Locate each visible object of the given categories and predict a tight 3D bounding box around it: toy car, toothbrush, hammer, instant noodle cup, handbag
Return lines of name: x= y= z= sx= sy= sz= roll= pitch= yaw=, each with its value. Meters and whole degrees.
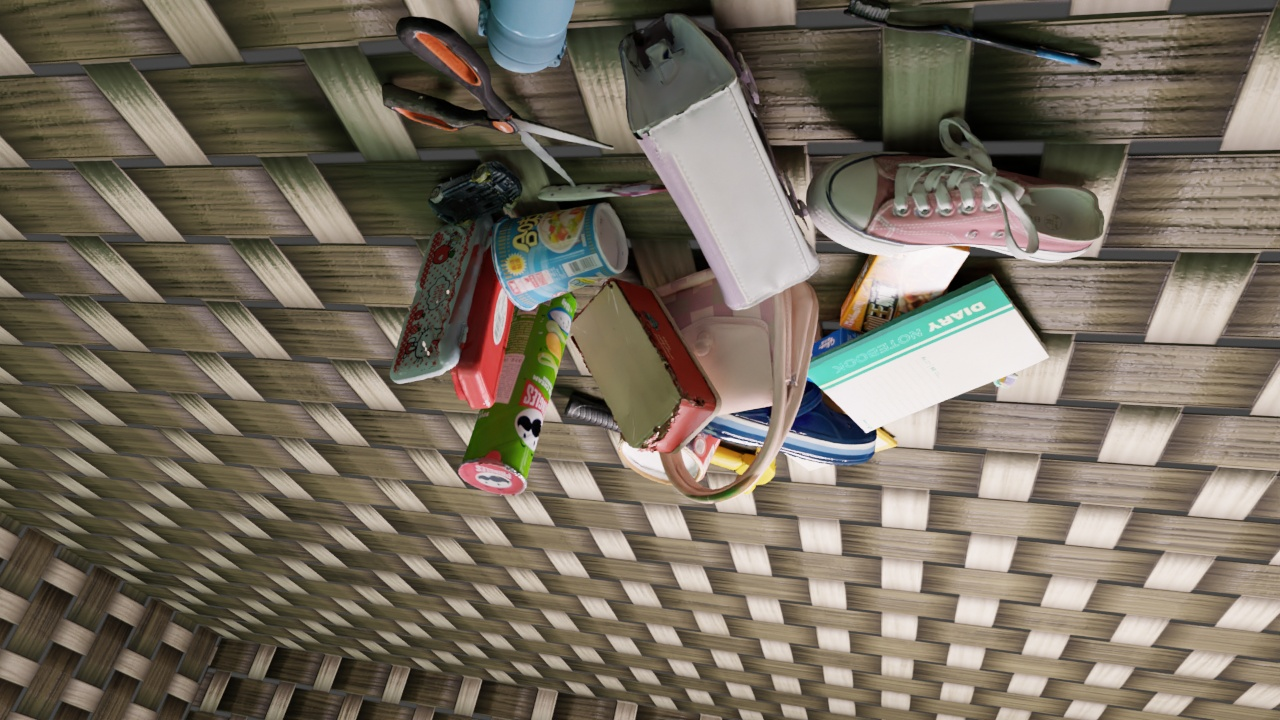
toy car: x=-0.162 y=-0.164 z=0.900 sx=0.106 sy=0.031 sz=0.049 roll=-15 pitch=137 yaw=35
toothbrush: x=0.310 y=-0.009 z=0.972 sx=0.189 sy=0.020 sz=0.029 roll=19 pitch=150 yaw=-8
toothbrush: x=0.240 y=-0.234 z=0.659 sx=0.189 sy=0.014 sz=0.016 roll=12 pitch=124 yaw=1
hammer: x=0.044 y=0.107 z=1.240 sx=0.300 sy=0.032 sz=0.129 roll=19 pitch=147 yaw=-9
instant noodle cup: x=-0.075 y=-0.108 z=0.904 sx=0.110 sy=0.099 sz=0.099 roll=-11 pitch=141 yaw=23
handbag: x=0.079 y=0.027 z=0.913 sx=0.194 sy=0.233 sz=0.093 roll=-14 pitch=156 yaw=40
instant noodle cup: x=0.040 y=0.078 z=1.113 sx=0.138 sy=0.108 sz=0.138 roll=15 pitch=145 yaw=11
handbag: x=0.060 y=-0.158 z=0.723 sx=0.098 sy=0.144 sz=0.197 roll=-28 pitch=135 yaw=6
toothbrush: x=-0.010 y=-0.159 z=0.868 sx=0.188 sy=0.016 sz=0.017 roll=1 pitch=155 yaw=18

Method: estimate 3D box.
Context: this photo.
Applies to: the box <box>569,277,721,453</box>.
box: x=-0.005 y=0.005 z=0.897 sx=0.077 sy=0.168 sz=0.091 roll=10 pitch=131 yaw=-47

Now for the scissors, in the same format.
scissors: x=-0.134 y=-0.209 z=0.775 sx=0.221 sy=0.021 sz=0.233 roll=13 pitch=164 yaw=33

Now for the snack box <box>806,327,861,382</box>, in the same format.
snack box: x=0.250 y=0.012 z=0.998 sx=0.157 sy=0.026 sz=0.085 roll=18 pitch=151 yaw=-25

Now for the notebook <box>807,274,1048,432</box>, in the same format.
notebook: x=0.289 y=-0.001 z=0.939 sx=0.210 sy=0.012 sz=0.150 roll=-27 pitch=134 yaw=29

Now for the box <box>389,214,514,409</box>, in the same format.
box: x=-0.186 y=-0.054 z=0.917 sx=0.100 sy=0.201 sz=0.095 roll=1 pitch=144 yaw=6

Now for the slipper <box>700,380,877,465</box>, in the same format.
slipper: x=0.159 y=0.054 z=1.049 sx=0.252 sy=0.095 sz=0.105 roll=11 pitch=-167 yaw=-24

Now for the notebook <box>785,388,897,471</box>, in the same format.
notebook: x=0.201 y=0.075 z=1.152 sx=0.206 sy=0.010 sz=0.146 roll=34 pitch=142 yaw=-28

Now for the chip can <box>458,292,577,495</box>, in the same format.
chip can: x=-0.128 y=0.023 z=0.985 sx=0.072 sy=0.235 sz=0.072 roll=9 pitch=148 yaw=6

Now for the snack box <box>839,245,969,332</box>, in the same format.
snack box: x=0.252 y=-0.075 z=0.887 sx=0.075 sy=0.026 sz=0.154 roll=14 pitch=148 yaw=1

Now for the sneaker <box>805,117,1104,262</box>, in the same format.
sneaker: x=0.257 y=-0.130 z=0.729 sx=0.241 sy=0.118 sz=0.088 roll=7 pitch=166 yaw=-1

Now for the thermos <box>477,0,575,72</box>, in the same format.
thermos: x=-0.068 y=-0.295 z=0.633 sx=0.070 sy=0.070 sz=0.221 roll=18 pitch=148 yaw=-7
